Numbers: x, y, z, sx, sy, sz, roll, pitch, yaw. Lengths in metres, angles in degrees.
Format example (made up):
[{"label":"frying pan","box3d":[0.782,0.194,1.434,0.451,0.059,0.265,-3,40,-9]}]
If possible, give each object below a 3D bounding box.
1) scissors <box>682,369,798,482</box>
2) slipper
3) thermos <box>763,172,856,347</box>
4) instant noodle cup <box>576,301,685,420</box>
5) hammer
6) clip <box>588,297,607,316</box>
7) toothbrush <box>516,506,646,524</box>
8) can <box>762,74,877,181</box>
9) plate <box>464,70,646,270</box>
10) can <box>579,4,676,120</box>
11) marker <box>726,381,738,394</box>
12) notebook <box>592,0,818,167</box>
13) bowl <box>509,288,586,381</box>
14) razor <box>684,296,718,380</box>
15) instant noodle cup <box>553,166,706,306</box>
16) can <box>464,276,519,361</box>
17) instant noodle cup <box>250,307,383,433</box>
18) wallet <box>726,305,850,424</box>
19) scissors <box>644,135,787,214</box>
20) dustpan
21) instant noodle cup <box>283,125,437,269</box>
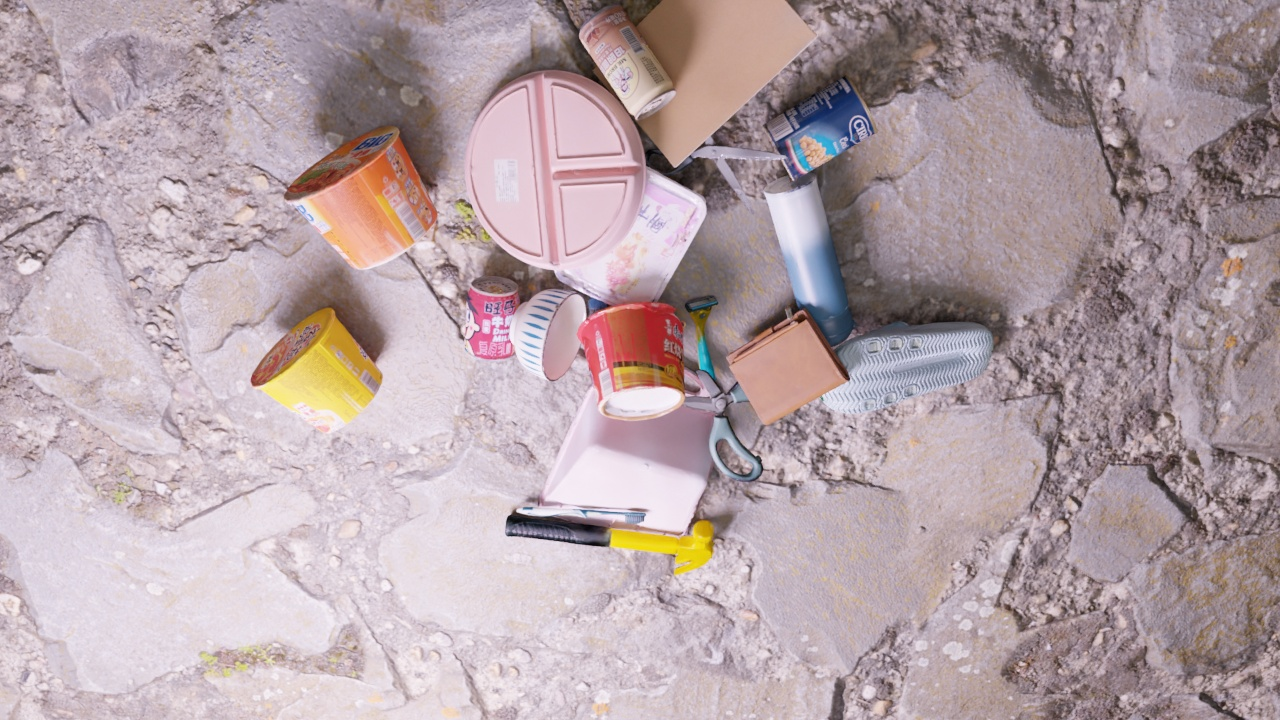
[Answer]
[{"label":"scissors","box3d":[0.133,0.087,1.215,0.170,0.019,0.181,2,95,-15]},{"label":"slipper","box3d":[0.339,-0.004,1.189,0.245,0.074,0.104,-11,116,-12]},{"label":"thermos","box3d":[0.211,-0.119,1.134,0.070,0.070,0.220,-17,115,8]},{"label":"instant noodle cup","box3d":[-0.007,0.007,1.139,0.138,0.108,0.138,-6,156,-3]},{"label":"hammer","box3d":[-0.044,0.255,1.317,0.301,0.032,0.129,7,142,4]},{"label":"clip","box3d":[-0.057,-0.054,1.195,0.024,0.027,0.056,5,105,-5]},{"label":"toothbrush","box3d":[-0.085,0.218,1.291,0.192,0.018,0.016,0,157,14]},{"label":"can","box3d":[0.205,-0.266,1.058,0.111,0.075,0.075,-29,112,13]},{"label":"plate","box3d":[-0.105,-0.217,1.065,0.230,0.028,0.230,5,107,18]},{"label":"can","box3d":[-0.014,-0.330,1.018,0.059,0.058,0.116,-34,91,15]},{"label":"marker","box3d":[0.154,0.011,1.227,0.018,0.015,0.124,29,116,-23]},{"label":"notebook","box3d":[0.069,-0.345,1.030,0.212,0.012,0.149,-41,89,18]},{"label":"bowl","box3d":[-0.122,-0.038,1.155,0.066,0.116,0.117,18,117,18]},{"label":"razor","box3d":[0.085,-0.017,1.204,0.043,0.028,0.133,-18,113,-19]},{"label":"instant noodle cup","box3d":[-0.014,-0.156,1.120,0.138,0.060,0.174,25,112,-11]},{"label":"can","box3d":[-0.188,-0.054,1.166,0.066,0.066,0.094,7,115,-3]},{"label":"instant noodle cup","box3d":[-0.406,0.018,1.171,0.138,0.137,0.110,-31,121,14]},{"label":"wallet","box3d":[0.179,0.004,1.157,0.131,0.035,0.119,-33,84,34]},{"label":"scissors","box3d":[0.084,-0.247,1.065,0.181,0.014,0.159,1,101,26]},{"label":"dustpan","box3d":[0.001,0.131,1.288,0.222,0.138,0.274,19,142,-11]},{"label":"instant noodle cup","box3d":[-0.316,-0.184,1.065,0.151,0.151,0.111,-24,122,11]}]
